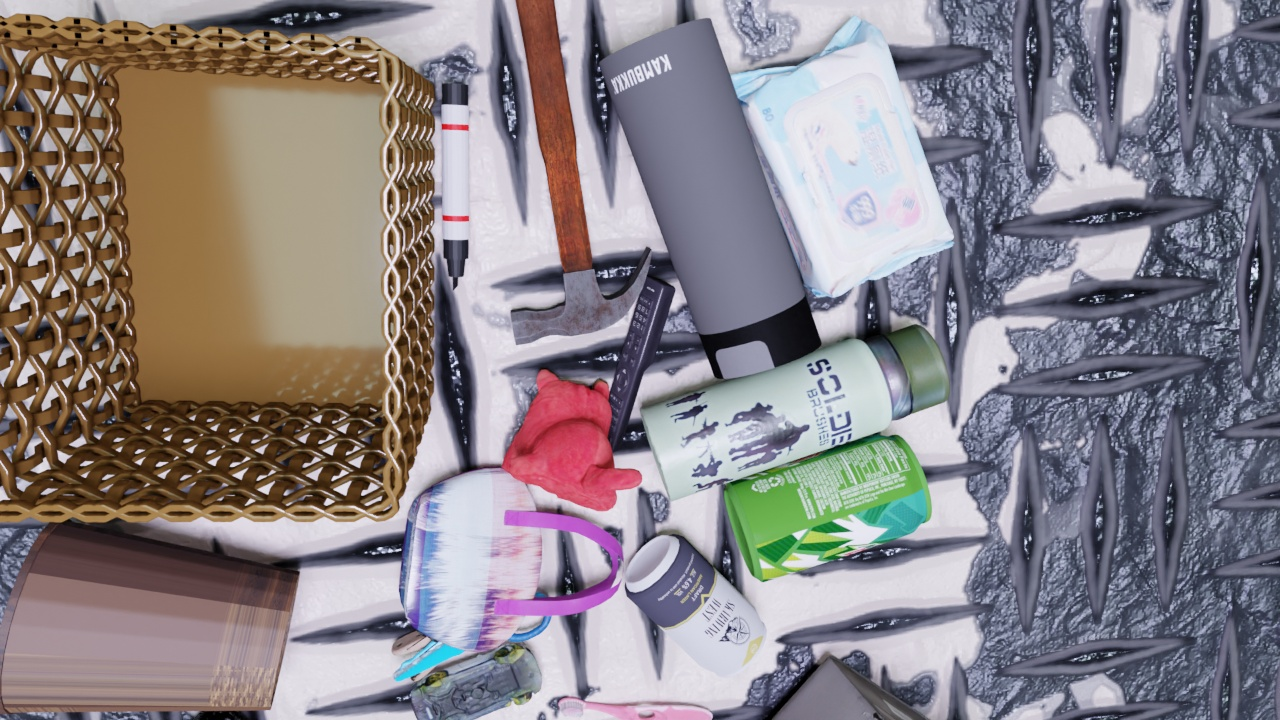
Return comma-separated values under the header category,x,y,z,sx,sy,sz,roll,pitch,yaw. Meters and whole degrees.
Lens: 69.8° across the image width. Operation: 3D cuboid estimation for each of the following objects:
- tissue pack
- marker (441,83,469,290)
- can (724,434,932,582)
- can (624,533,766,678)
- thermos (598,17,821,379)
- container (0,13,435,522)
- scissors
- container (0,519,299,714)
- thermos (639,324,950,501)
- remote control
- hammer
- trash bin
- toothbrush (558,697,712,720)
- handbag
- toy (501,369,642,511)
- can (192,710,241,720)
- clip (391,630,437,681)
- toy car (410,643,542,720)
category,x,y,z,sx,sy,sz,roll,pitch,yaw
tissue pack,0.146,-0.145,0.669,0.112,0.070,0.182,-25,104,0
marker,-0.134,-0.124,0.663,0.019,0.019,0.146,1,103,-8
can,0.146,0.114,0.722,0.144,0.083,0.083,-17,105,-3
can,0.048,0.201,0.740,0.064,0.064,0.127,-43,105,3
thermos,0.052,-0.108,0.650,0.082,0.082,0.240,-22,101,-2
container,-0.246,-0.060,0.562,0.219,0.214,0.252,1,103,-8
scissors,-0.136,0.216,0.732,0.134,0.015,0.066,-30,100,-16
container,-0.343,0.192,0.661,0.167,0.132,0.132,12,101,-16
thermos,0.121,0.039,0.707,0.231,0.082,0.082,-19,105,-3
remote control,-0.004,0.004,0.705,0.015,0.032,0.136,10,104,-29
hammer,-0.060,-0.166,0.659,0.111,0.028,0.301,-9,104,-4
trash bin,0.165,0.388,0.744,0.197,0.197,0.220,35,90,-14
toothbrush,-0.003,0.301,0.782,0.135,0.016,0.022,8,102,-9
handbag,-0.096,0.157,0.712,0.169,0.068,0.144,8,82,-18
toy,-0.045,0.056,0.667,0.088,0.133,0.094,23,86,-31
can,-0.304,0.333,0.731,0.054,0.054,0.137,-44,105,4
clip,-0.173,0.226,0.740,0.060,0.024,0.039,-47,108,-6
toy car,-0.133,0.265,0.748,0.105,0.033,0.048,-19,103,-7
